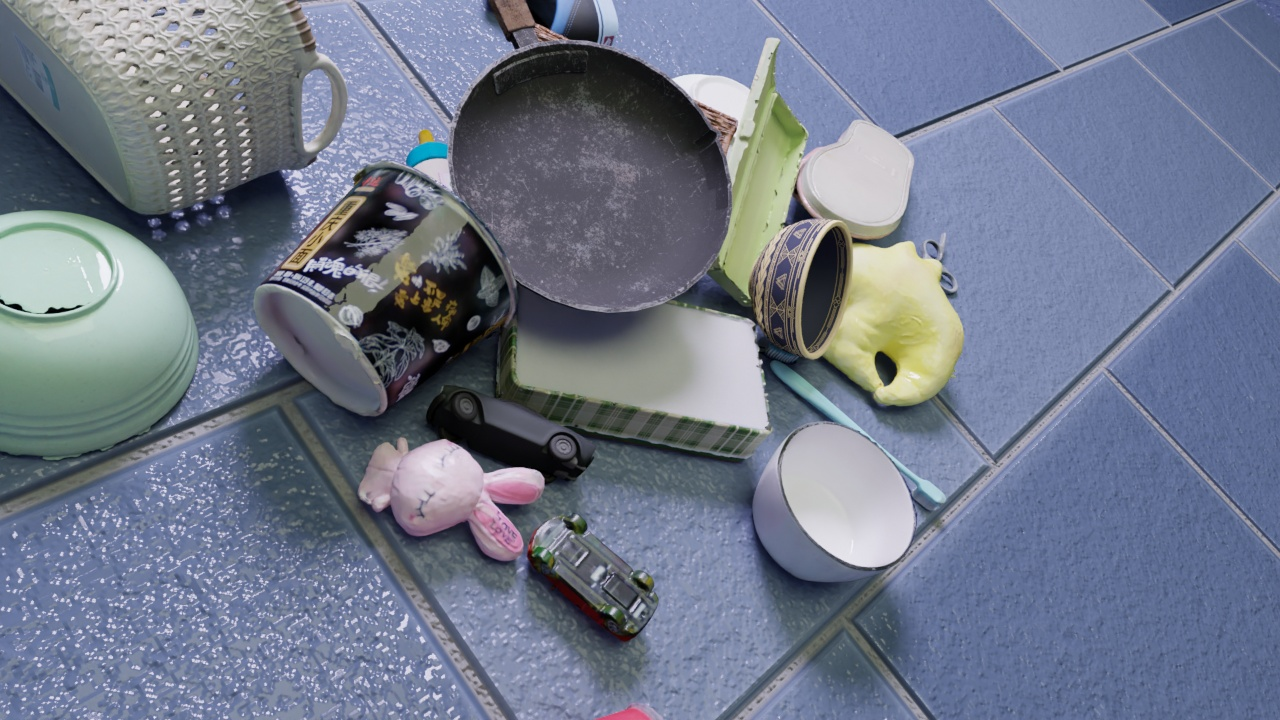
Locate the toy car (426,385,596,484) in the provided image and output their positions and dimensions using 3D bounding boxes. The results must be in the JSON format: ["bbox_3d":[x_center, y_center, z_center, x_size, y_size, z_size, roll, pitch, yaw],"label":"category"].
[{"bbox_3d":[-0.085,0.048,0.608,0.112,0.046,0.034,24,51,-13],"label":"toy car"}]

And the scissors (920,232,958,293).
[{"bbox_3d":[0.265,-0.093,0.915,0.170,0.014,0.094,0,66,-31],"label":"scissors"}]

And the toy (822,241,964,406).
[{"bbox_3d":[0.216,-0.042,0.820,0.170,0.065,0.154,38,67,6],"label":"toy"}]

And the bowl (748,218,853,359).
[{"bbox_3d":[0.124,-0.062,0.748,0.061,0.112,0.112,14,40,29],"label":"bowl"}]

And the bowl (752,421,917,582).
[{"bbox_3d":[0.133,0.109,0.666,0.116,0.066,0.116,14,52,-19],"label":"bowl"}]

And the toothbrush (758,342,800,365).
[{"bbox_3d":[0.049,-0.029,0.754,0.189,0.017,0.016,17,54,-17],"label":"toothbrush"}]

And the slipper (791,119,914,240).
[{"bbox_3d":[0.215,-0.177,0.922,0.114,0.055,0.273,37,37,5],"label":"slipper"}]

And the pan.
[{"bbox_3d":[-0.068,-0.194,0.647,0.207,0.040,0.357,-22,82,-24],"label":"pan"}]

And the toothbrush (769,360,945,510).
[{"bbox_3d":[0.177,0.060,0.760,0.180,0.017,0.016,41,50,6],"label":"toothbrush"}]

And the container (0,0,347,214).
[{"bbox_3d":[-0.326,-0.215,0.587,0.246,0.185,0.142,42,59,7],"label":"container"}]

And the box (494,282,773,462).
[{"bbox_3d":[-0.004,0.004,0.683,0.205,0.050,0.117,11,50,-22],"label":"box"}]

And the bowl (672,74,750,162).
[{"bbox_3d":[0.069,-0.211,0.860,0.153,0.073,0.153,13,54,-19],"label":"bowl"}]

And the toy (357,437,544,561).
[{"bbox_3d":[-0.115,0.082,0.568,0.110,0.047,0.063,20,59,-18],"label":"toy"}]

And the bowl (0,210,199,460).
[{"bbox_3d":[-0.329,-0.029,0.513,0.150,0.077,0.150,14,51,-18],"label":"bowl"}]

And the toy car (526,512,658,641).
[{"bbox_3d":[-0.031,0.136,0.578,0.091,0.036,0.042,42,49,3],"label":"toy car"}]

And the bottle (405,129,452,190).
[{"bbox_3d":[-0.150,-0.120,0.691,0.051,0.051,0.146,-2,58,-29],"label":"bottle"}]

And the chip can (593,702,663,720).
[{"bbox_3d":[-0.093,0.235,0.452,0.232,0.073,0.073,-5,60,-30],"label":"chip can"}]

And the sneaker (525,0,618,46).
[{"bbox_3d":[-0.114,-0.395,0.889,0.098,0.084,0.241,-14,68,-35],"label":"sneaker"}]

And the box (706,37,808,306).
[{"bbox_3d":[0.094,-0.155,0.774,0.044,0.141,0.187,10,71,23],"label":"box"}]

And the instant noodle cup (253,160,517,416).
[{"bbox_3d":[-0.165,-0.037,0.579,0.137,0.138,0.112,38,58,2],"label":"instant noodle cup"}]

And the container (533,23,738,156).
[{"bbox_3d":[-0.034,-0.159,0.739,0.198,0.114,0.112,22,54,-11],"label":"container"}]
